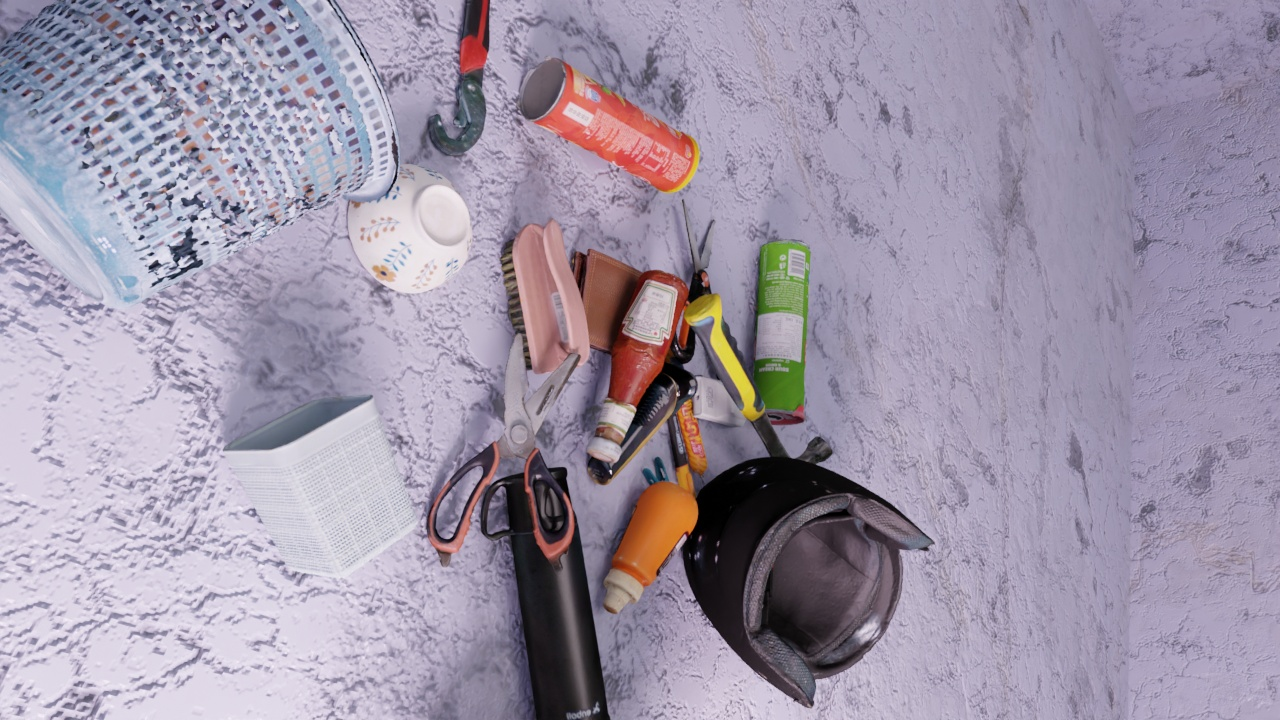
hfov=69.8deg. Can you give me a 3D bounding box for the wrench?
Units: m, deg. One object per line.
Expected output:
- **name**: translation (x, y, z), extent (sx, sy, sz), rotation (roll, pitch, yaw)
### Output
- **wrench**: translation (-0.164, -0.323, 0.892), extent (0.056, 0.016, 0.273), rotation (20, 69, -46)

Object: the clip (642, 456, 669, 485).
- **clip**: translation (0.022, 0.138, 1.026), extent (0.038, 0.013, 0.055), rotation (-38, 110, -44)

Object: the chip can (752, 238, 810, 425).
- **chip can**: translation (0.184, -0.037, 1.193), extent (0.072, 0.072, 0.235), rotation (21, 68, -45)

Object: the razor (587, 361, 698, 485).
- **razor**: translation (-0.001, 0.069, 0.989), extent (0.167, 0.062, 0.068), rotation (-50, 151, -35)

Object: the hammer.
- **hammer**: translation (0.125, 0.050, 1.058), extent (0.126, 0.032, 0.323), rotation (-40, 130, -9)

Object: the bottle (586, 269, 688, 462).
- **bottle**: translation (-0.006, 0.006, 0.949), extent (0.059, 0.060, 0.205), rotation (36, 66, -39)

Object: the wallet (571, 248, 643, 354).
- **wallet**: translation (-0.028, -0.054, 0.991), extent (0.124, 0.032, 0.101), rotation (20, 72, -45)

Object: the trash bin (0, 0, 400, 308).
- **trash bin**: translation (-0.302, -0.147, 0.579), extent (0.194, 0.227, 0.226), rotation (-46, 118, -28)

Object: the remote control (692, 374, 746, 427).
- **remote control**: translation (0.096, 0.050, 1.100), extent (0.124, 0.024, 0.049), rotation (18, 68, -58)

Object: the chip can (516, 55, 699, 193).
- **chip can**: translation (-0.029, -0.249, 0.990), extent (0.216, 0.073, 0.073), rotation (16, 72, -46)

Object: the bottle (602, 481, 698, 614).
- **bottle**: translation (0.004, 0.199, 0.963), extent (0.067, 0.067, 0.149), rotation (52, 56, -29)

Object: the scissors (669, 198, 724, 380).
- **scissors**: translation (0.074, -0.076, 1.101), extent (0.228, 0.022, 0.221), rotation (-51, 125, -52)

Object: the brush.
- **brush**: translation (-0.090, -0.062, 0.888), extent (0.063, 0.073, 0.145), rotation (-10, 89, -48)

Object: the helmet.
- **helmet**: translation (0.178, 0.234, 1.027), extent (0.233, 0.230, 0.275), rotation (-49, 133, -7)

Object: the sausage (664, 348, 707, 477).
- **sausage**: translation (0.052, 0.058, 1.067), extent (0.021, 0.022, 0.165), rotation (-22, 100, -48)

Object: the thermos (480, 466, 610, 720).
- **thermos**: translation (-0.091, 0.226, 0.854), extent (0.090, 0.068, 0.242), rotation (-10, 89, -17)

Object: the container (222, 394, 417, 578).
- **container**: translation (-0.234, 0.095, 0.687), extent (0.089, 0.090, 0.111), rotation (-35, 112, -45)

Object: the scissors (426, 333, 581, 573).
- **scissors**: translation (-0.113, 0.089, 0.821), extent (0.188, 0.015, 0.226), rotation (-22, 80, -15)

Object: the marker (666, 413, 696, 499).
- **marker**: translation (0.046, 0.109, 1.056), extent (0.018, 0.015, 0.124), rotation (-13, 92, -53)

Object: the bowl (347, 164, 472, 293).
- **bowl**: translation (-0.188, -0.118, 0.796), extent (0.113, 0.062, 0.113), rotation (9, 78, -48)
